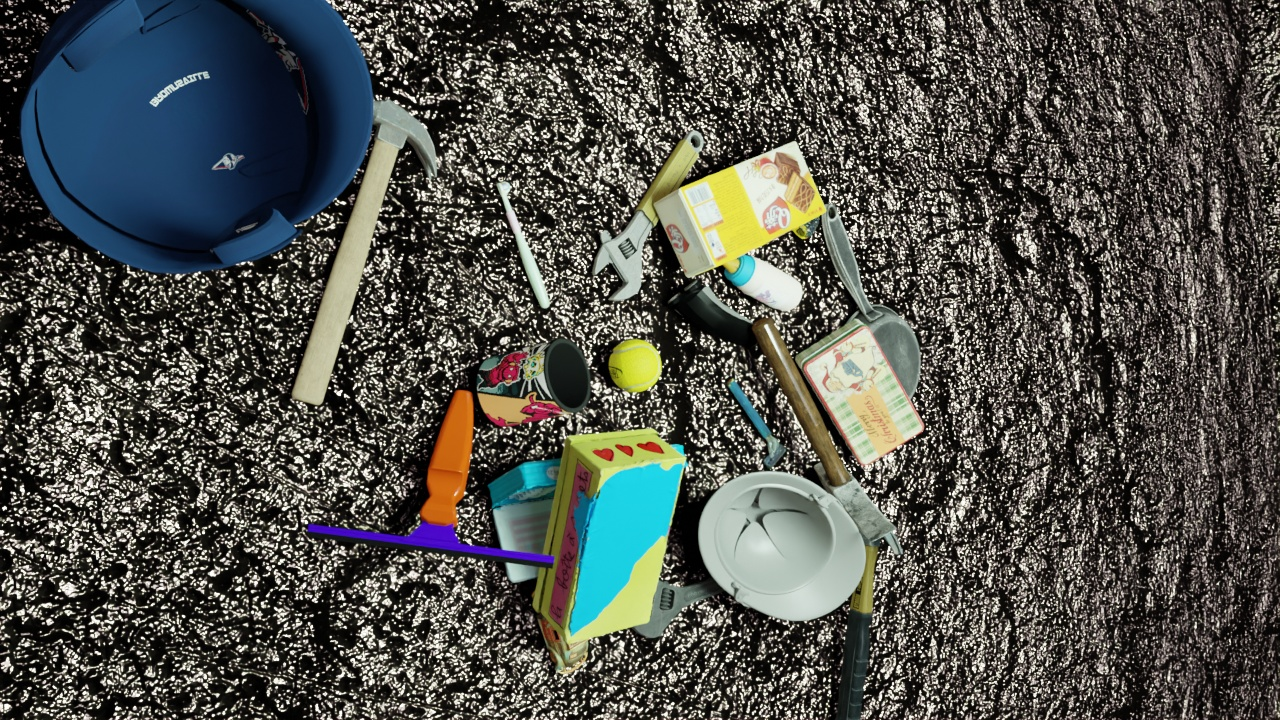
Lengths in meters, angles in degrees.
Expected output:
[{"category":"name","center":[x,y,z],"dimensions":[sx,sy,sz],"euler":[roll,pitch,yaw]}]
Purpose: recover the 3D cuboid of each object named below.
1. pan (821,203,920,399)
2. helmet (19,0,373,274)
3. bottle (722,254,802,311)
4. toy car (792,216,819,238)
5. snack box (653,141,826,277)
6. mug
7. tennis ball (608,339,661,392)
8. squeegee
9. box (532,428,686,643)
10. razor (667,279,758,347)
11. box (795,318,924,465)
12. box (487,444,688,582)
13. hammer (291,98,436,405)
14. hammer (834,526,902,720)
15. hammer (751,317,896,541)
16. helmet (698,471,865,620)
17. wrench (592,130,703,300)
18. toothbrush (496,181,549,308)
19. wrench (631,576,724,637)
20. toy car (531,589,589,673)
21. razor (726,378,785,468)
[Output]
[{"category":"pan","center":[0.346,-0.071,1.414],"dimensions":[0.186,0.055,0.357],"euler":[-28,108,-32]},{"category":"helmet","center":[-0.366,-0.214,0.781],"dimensions":[0.272,0.223,0.232],"euler":[-29,122,-3]},{"category":"bottle","center":[0.161,-0.114,1.272],"dimensions":[0.146,0.051,0.051],"euler":[23,75,-33]},{"category":"toy car","center":[0.219,-0.224,1.332],"dimensions":[0.107,0.030,0.049],"euler":[45,65,-19]},{"category":"snack box","center":[0.137,-0.202,1.219],"dimensions":[0.229,0.062,0.110],"euler":[-28,96,-34]},{"category":"mug","center":[-0.108,0.027,1.033],"dimensions":[0.117,0.098,0.081],"euler":[8,72,-57]},{"category":"tennis ball","center":[-0.007,0.007,1.135],"dimensions":[0.065,0.065,0.065],"euler":[2,87,-36]},{"category":"squeegee","center":[-0.205,0.119,0.982],"dimensions":[0.249,0.055,0.184],"euler":[8,64,-4]},{"category":"box","center":[-0.035,0.190,1.013],"dimensions":[0.124,0.081,0.221],"euler":[-6,114,-36]},{"category":"razor","center":[0.106,-0.057,1.232],"dimensions":[0.156,0.057,0.060],"euler":[36,36,-29]},{"category":"box","center":[0.324,0.048,1.352],"dimensions":[0.118,0.049,0.205],"euler":[-31,112,6]},{"category":"box","center":[-0.049,0.175,1.065],"dimensions":[0.226,0.098,0.121],"euler":[-3,73,-36]},{"category":"hammer","center":[-0.298,-0.116,0.953],"dimensions":[0.119,0.031,0.330],"euler":[21,75,-33]},{"category":"hammer","center":[0.319,0.392,1.338],"dimensions":[0.025,0.118,0.333],"euler":[7,89,-33]},{"category":"hammer","center":[0.234,0.083,1.230],"dimensions":[0.037,0.217,0.300],"euler":[-28,104,1]},{"category":"helmet","center":[0.172,0.226,1.229],"dimensions":[0.271,0.117,0.183],"euler":[39,95,-26]},{"category":"wrench","center":[0.017,-0.195,1.191],"dimensions":[0.083,0.018,0.272],"euler":[43,64,-27]},{"category":"toothbrush","center":[-0.137,-0.135,1.078],"dimensions":[0.022,0.015,0.155],"euler":[-41,115,-65]},{"category":"wrench","center":[0.092,0.303,1.225],"dimensions":[0.272,0.018,0.073],"euler":[-9,92,-37]},{"category":"toy car","center":[-0.087,0.313,1.074],"dimensions":[0.047,0.047,0.112],"euler":[-23,98,-37]},{"category":"razor","center":[0.162,0.085,1.282],"dimensions":[0.042,0.022,0.144],"euler":[-44,112,-30]}]
